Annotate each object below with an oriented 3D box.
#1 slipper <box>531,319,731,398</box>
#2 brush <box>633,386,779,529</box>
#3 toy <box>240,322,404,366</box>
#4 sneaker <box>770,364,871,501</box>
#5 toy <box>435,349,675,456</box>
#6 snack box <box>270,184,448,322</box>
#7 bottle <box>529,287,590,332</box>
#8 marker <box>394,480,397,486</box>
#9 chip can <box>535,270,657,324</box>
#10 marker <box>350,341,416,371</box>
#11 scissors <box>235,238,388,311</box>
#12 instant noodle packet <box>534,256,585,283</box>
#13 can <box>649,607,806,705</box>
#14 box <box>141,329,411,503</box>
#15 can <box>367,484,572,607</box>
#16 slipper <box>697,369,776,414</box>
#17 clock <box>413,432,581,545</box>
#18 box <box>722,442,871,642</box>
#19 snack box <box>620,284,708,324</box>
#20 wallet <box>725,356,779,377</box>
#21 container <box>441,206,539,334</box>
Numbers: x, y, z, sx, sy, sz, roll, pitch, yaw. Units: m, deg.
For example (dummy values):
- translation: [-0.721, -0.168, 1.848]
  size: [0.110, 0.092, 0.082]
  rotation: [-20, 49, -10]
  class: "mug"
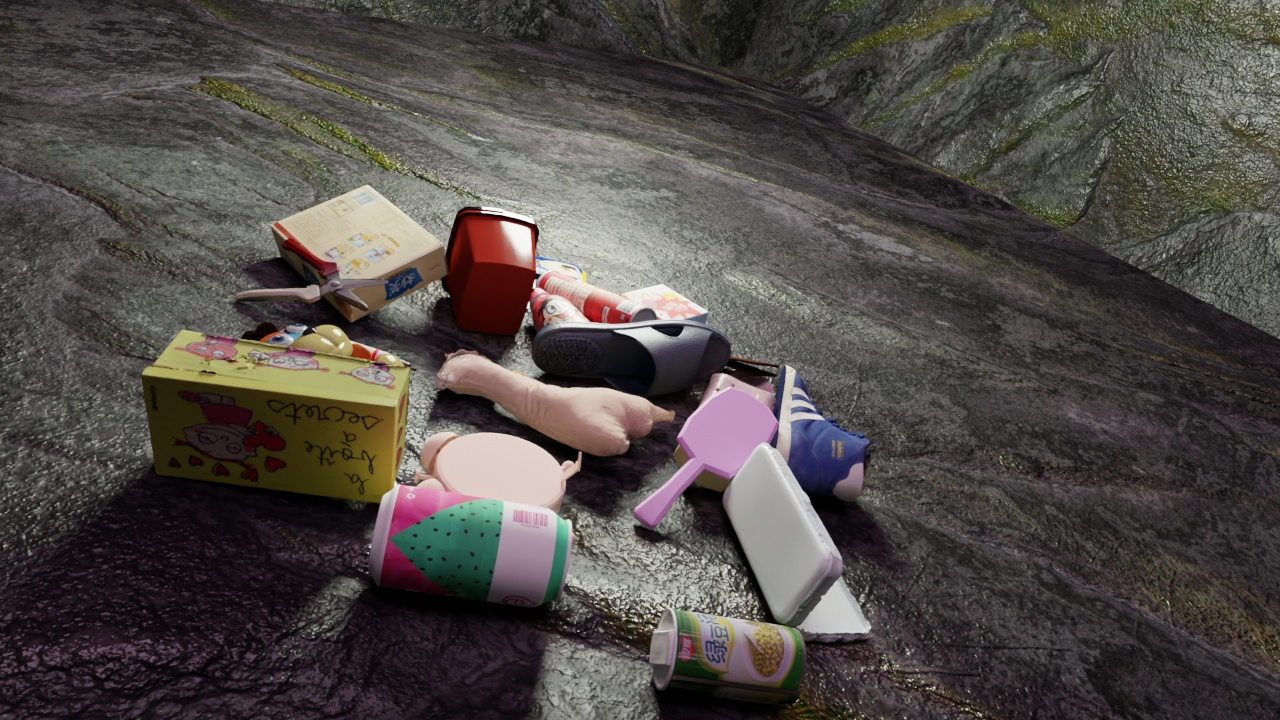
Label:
- translation: [-0.007, 0.007, 1.182]
  size: [0.263, 0.101, 0.082]
  rotation: [2, 38, -13]
  class: "slipper"
- translation: [0.068, 0.118, 1.040]
  size: [0.089, 0.043, 0.228]
  rotation: [37, 53, 16]
  class: "brush"
- translation: [-0.351, 0.011, 0.993]
  size: [0.176, 0.096, 0.112]
  rotation: [9, 27, 9]
  class: "toy"
- translation: [0.228, 0.089, 1.149]
  size: [0.118, 0.092, 0.232]
  rotation: [14, 28, 4]
  class: "sneaker"
- translation: [-0.107, 0.044, 1.099]
  size: [0.264, 0.065, 0.195]
  rotation: [23, 19, 26]
  class: "toy"
- translation: [-0.382, -0.150, 1.249]
  size: [0.153, 0.055, 0.207]
  rotation: [-32, 51, -29]
  class: "snack box"
- translation: [-0.115, -0.056, 1.263]
  size: [0.061, 0.062, 0.137]
  rotation: [-6, 35, -36]
  class: "bottle"
- translation: [-0.260, 0.111, 0.927]
  size: [0.017, 0.017, 0.146]
  rotation: [-2, 33, -32]
  class: "marker"
- translation: [-0.065, -0.078, 1.288]
  size: [0.051, 0.052, 0.215]
  rotation: [-10, 24, -40]
  class: "chip can"
- translation: [-0.338, -0.010, 1.104]
  size: [0.145, 0.019, 0.019]
  rotation: [17, 28, 2]
  class: "marker"
- translation: [-0.417, -0.100, 1.151]
  size: [0.179, 0.015, 0.196]
  rotation: [-26, 51, -10]
  class: "scissors"
- translation: [-0.151, -0.137, 1.433]
  size: [0.134, 0.026, 0.087]
  rotation: [12, 25, -9]
  class: "instant noodle packet"
- translation: [0.074, 0.254, 0.787]
  size: [0.121, 0.067, 0.067]
  rotation: [11, 28, -10]
  class: "can"
- translation: [-0.332, 0.055, 0.860]
  size: [0.221, 0.125, 0.082]
  rotation: [12, 32, -5]
  class: "box"
- translation: [-0.149, 0.165, 0.809]
  size: [0.166, 0.088, 0.088]
  rotation: [11, 28, -11]
  class: "can"
- translation: [0.128, 0.055, 1.190]
  size: [0.094, 0.064, 0.238]
  rotation: [22, 27, 10]
  class: "slipper"
- translation: [-0.143, 0.119, 0.912]
  size: [0.160, 0.086, 0.131]
  rotation: [6, 29, -7]
  class: "clock"
- translation: [0.161, 0.176, 0.940]
  size: [0.130, 0.106, 0.211]
  rotation: [8, 29, -24]
  class: "box"
- translation: [0.026, -0.050, 1.309]
  size: [0.095, 0.080, 0.092]
  rotation: [35, 33, 30]
  class: "snack box"
- translation: [0.126, 0.001, 1.292]
  size: [0.116, 0.018, 0.091]
  rotation: [15, 5, 31]
  class: "wallet"
- translation: [-0.207, -0.143, 1.283]
  size: [0.127, 0.148, 0.200]
  rotation: [7, 38, -21]
  class: "container"
